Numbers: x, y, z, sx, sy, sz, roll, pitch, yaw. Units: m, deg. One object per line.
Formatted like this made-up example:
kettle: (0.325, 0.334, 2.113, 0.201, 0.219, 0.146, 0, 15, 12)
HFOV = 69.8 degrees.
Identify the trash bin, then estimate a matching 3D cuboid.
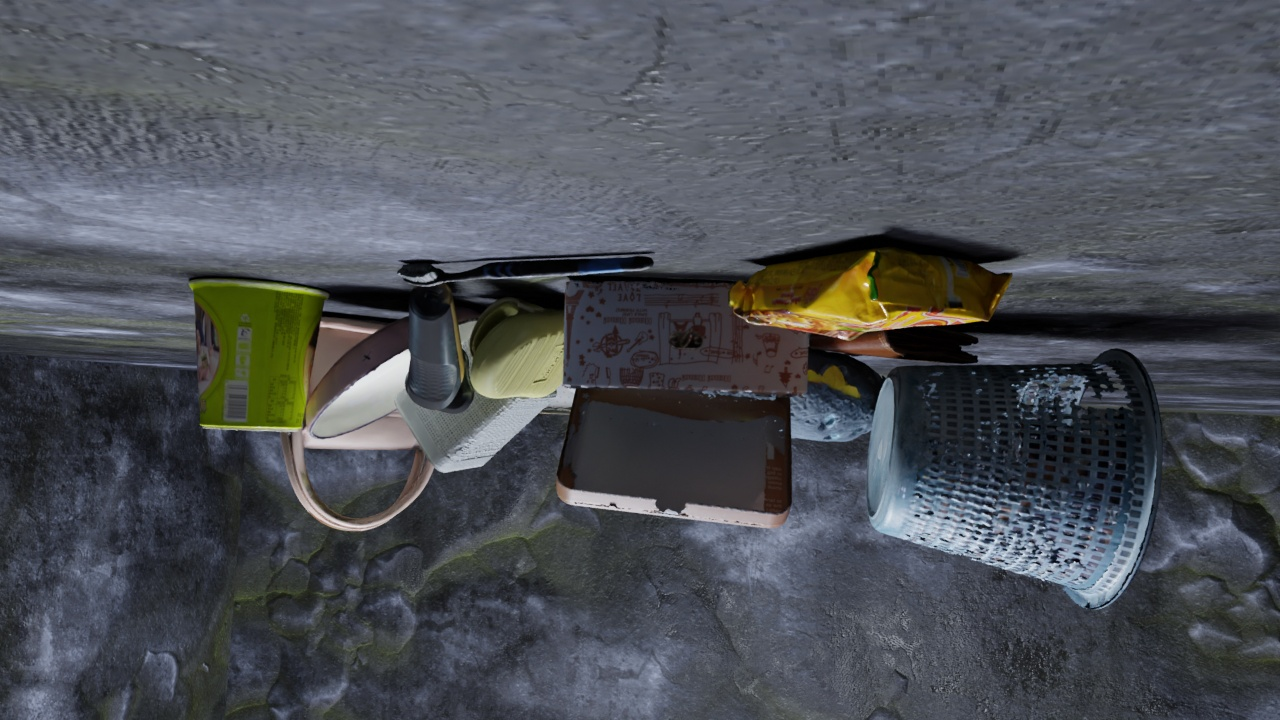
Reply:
trash bin: (0.309, 0.089, 0.810, 0.195, 0.226, 0.226, 8, 177, 6)

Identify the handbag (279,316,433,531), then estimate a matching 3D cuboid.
handbag: (-0.308, 0.072, 1.019, 0.193, 0.234, 0.094, 5, 174, -34)

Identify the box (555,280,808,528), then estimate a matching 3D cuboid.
box: (0.028, 0.038, 0.697, 0.182, 0.177, 0.153, 2, 175, 4)

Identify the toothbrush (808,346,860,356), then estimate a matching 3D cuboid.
toothbrush: (0.148, -0.004, 0.962, 0.181, 0.018, 0.015, -6, 179, 1)

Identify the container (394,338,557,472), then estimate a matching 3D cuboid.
container: (-0.153, 0.036, 0.875, 0.114, 0.090, 0.090, -39, 166, 18)

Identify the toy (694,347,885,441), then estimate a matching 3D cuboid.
toy: (0.160, 0.030, 0.920, 0.355, 0.091, 0.138, 8, -171, -33)

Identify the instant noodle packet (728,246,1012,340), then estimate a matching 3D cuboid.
instant noodle packet: (0.131, -0.037, 0.530, 0.110, 0.044, 0.129, 0, 178, -30)

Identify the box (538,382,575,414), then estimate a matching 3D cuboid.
box: (-0.124, 0.007, 0.949, 0.185, 0.090, 0.061, 4, -164, 28)

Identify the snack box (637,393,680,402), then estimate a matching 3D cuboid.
snack box: (-0.006, 0.006, 0.987, 0.093, 0.077, 0.094, 1, 176, 26)

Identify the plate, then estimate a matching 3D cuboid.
plate: (-0.230, 0.004, 0.856, 0.192, 0.039, 0.192, -35, 174, -4)

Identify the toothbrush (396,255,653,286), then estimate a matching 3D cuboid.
toothbrush: (-0.078, -0.058, 0.581, 0.190, 0.014, 0.016, 0, 152, 27)

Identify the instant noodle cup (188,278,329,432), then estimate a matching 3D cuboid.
instant noodle cup: (-0.327, -0.001, 0.780, 0.111, 0.123, 0.112, 3, 176, 0)

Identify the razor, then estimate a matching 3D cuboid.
razor: (-0.164, -0.012, 0.742, 0.062, 0.067, 0.168, 21, 150, 2)

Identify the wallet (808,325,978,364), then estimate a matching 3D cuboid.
wallet: (0.237, -0.016, 0.861, 0.124, 0.032, 0.101, 6, 178, -29)

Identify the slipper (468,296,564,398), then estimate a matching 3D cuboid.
slipper: (-0.101, -0.020, 0.775, 0.081, 0.092, 0.190, 40, -168, 9)
